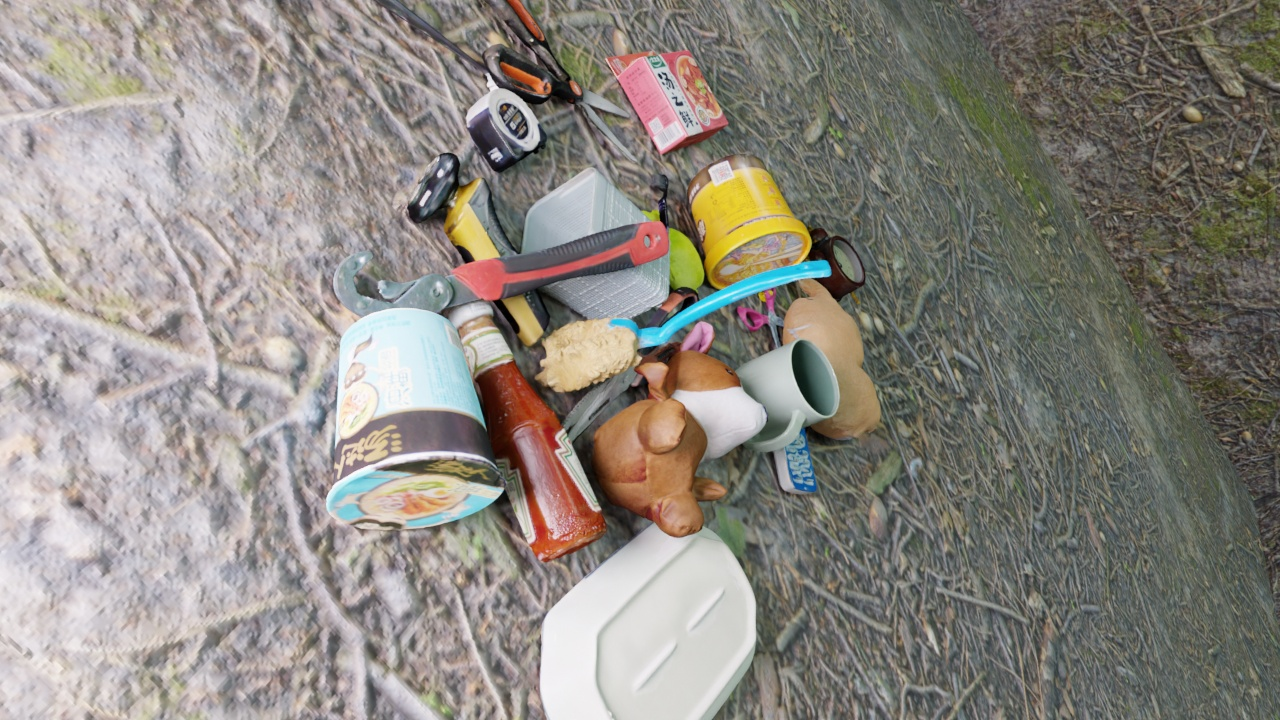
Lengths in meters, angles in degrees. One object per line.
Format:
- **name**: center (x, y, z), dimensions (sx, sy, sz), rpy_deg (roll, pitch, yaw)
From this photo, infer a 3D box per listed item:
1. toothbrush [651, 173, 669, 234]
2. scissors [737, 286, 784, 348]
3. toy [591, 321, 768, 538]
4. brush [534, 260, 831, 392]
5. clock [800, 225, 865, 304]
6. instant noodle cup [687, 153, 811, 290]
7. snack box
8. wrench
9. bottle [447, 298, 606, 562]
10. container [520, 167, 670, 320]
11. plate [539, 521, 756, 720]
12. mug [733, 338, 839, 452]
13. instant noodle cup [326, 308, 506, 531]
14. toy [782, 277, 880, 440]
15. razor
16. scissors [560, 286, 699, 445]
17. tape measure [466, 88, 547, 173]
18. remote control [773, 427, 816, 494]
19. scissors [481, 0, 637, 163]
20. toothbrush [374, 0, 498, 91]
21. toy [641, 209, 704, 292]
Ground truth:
- **toothbrush**: center (0.022, -0.155, 0.944), dimensions (0.016, 0.014, 0.188), rpy_deg (29, 29, -18)
- **scissors**: center (0.151, -0.052, 1.074), dimensions (0.134, 0.017, 0.133), rpy_deg (9, 66, -52)
- **toy**: center (0.043, 0.055, 0.799), dimensions (0.199, 0.131, 0.140), rpy_deg (-48, 134, -61)
- **brush**: center (0.030, -0.034, 0.745), dimensions (0.083, 0.255, 0.046), rpy_deg (-81, 149, -66)
- **clock**: center (0.240, -0.124, 1.188), dimensions (0.122, 0.055, 0.081), rpy_deg (38, 44, -26)
- **instant noodle cup**: center (0.113, -0.155, 1.013), dimensions (0.118, 0.119, 0.114), rpy_deg (7, 56, -47)
- **snack box**: center (0.034, -0.313, 1.069), dimensions (0.127, 0.044, 0.113), rpy_deg (60, 37, -3)
- **wrench**: center (-0.095, -0.071, 0.705), dimensions (0.272, 0.016, 0.056), rpy_deg (-12, 98, -27)
- **bottle**: center (-0.091, 0.049, 0.693), dimensions (0.059, 0.060, 0.206), rpy_deg (-11, 71, -52)
- **container**: center (-0.036, -0.095, 0.820), dimensions (0.111, 0.090, 0.089), rpy_deg (33, 46, -37)
- **plate**: center (0.023, 0.225, 0.738), dimensions (0.264, 0.034, 0.162), rpy_deg (-28, 91, -53)
- **mug**: center (0.130, 0.046, 0.912), dimensions (0.082, 0.107, 0.111), rpy_deg (41, 42, -27)
- **instant noodle cup**: center (-0.153, 0.035, 0.599), dimensions (0.111, 0.111, 0.120), rpy_deg (15, 49, -44)
- **toy**: center (0.217, -0.017, 1.078), dimensions (0.143, 0.083, 0.225), rpy_deg (23, 52, -52)
- **razor**: center (-0.128, -0.086, 0.743), dimensions (0.067, 0.062, 0.167), rpy_deg (-37, 105, -22)
- **scissors**: center (-0.006, 0.016, 0.823), dimensions (0.204, 0.015, 0.198), rpy_deg (-64, 156, -6)
- **tape measure**: center (-0.123, -0.210, 0.831), dimensions (0.066, 0.034, 0.065), rpy_deg (57, 36, -11)
- **remote control**: center (0.159, 0.083, 0.992), dimensions (0.049, 0.024, 0.124), rpy_deg (17, 57, -44)
- **scissors**: center (-0.084, -0.289, 0.926), dimensions (0.227, 0.022, 0.220), rpy_deg (59, 30, 1)
- **toothbrush**: center (-0.188, -0.291, 0.819), dimensions (0.181, 0.016, 0.018), rpy_deg (31, 56, -36)
- **toy**: center (0.032, -0.113, 0.956), dimensions (0.100, 0.031, 0.096), rpy_deg (24, 50, -39)
